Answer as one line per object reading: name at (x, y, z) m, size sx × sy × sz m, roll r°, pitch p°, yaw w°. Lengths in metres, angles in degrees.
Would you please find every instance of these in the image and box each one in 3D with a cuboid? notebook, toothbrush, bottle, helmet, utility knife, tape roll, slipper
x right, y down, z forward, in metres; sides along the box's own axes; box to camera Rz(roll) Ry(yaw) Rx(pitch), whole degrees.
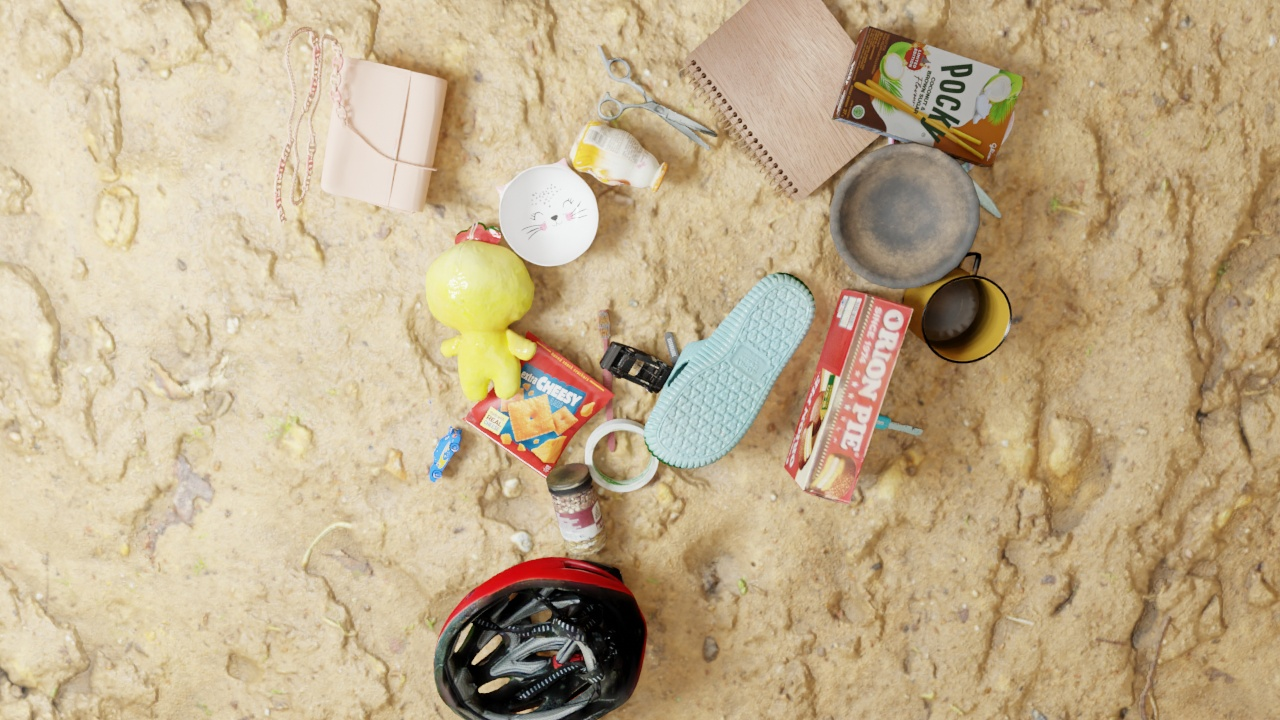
notebook at (0.171, -0.309, 1.049) m, size 0.169 × 0.022 × 0.210 m, roll -40°, pitch 100°, yaw 8°
toothbrush at (0.057, 0.044, 1.143) m, size 0.013 × 0.013 × 0.167 m, roll -16°, pitch 101°, yaw 4°
bottle at (-0.024, -0.230, 1.048) m, size 0.109 × 0.063 × 0.063 m, roll 24°, pitch 103°, yaw -5°
helmet at (-0.124, 0.351, 1.141) m, size 0.272 × 0.166 × 0.217 m, roll -24°, pitch 103°, yaw 6°
utility knife at (0.283, 0.071, 1.147) m, size 0.148 × 0.015 × 0.022 m, roll 12°, pitch 97°, yaw -5°
toothbrush at (-0.041, 0.028, 1.139) m, size 0.015 × 0.015 × 0.184 m, roll -3°, pitch 106°, yaw -1°
bottle at (-0.079, 0.187, 1.149) m, size 0.056 × 0.056 × 0.105 m, roll -12°, pitch 112°, yaw 3°
tape roll at (-0.024, 0.120, 1.155) m, size 0.094 × 0.018 × 0.094 m, roll -1°, pitch 109°, yaw -3°
slipper at (0.108, 0.013, 1.109) m, size 0.116 × 0.069 × 0.276 m, roll 38°, pitch 86°, yaw -9°

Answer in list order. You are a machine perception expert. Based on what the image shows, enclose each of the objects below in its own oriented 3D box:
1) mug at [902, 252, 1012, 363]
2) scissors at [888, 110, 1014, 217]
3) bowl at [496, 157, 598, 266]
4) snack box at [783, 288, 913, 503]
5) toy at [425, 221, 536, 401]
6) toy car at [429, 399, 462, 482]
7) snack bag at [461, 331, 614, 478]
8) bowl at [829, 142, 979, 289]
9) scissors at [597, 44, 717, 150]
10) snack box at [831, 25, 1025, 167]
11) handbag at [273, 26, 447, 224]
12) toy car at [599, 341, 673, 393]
mug at (0.367, -0.069, 1.068) m, size 0.100 × 0.094 × 0.124 m, roll 11°, pitch 105°, yaw -4°
scissors at (0.375, -0.237, 1.068) m, size 0.170 × 0.013 × 0.175 m, roll 41°, pitch 101°, yaw -9°
bowl at (-0.104, -0.171, 1.070) m, size 0.115 × 0.050 × 0.115 m, roll 0°, pitch 104°, yaw 0°
snack box at (0.239, 0.038, 1.075) m, size 0.060 × 0.113 × 0.236 m, roll 16°, pitch 96°, yaw -4°
toy at (-0.188, -0.054, 1.080) m, size 0.134 × 0.092 × 0.208 m, roll -4°, pitch 107°, yaw 15°
toy car at (-0.259, 0.100, 1.146) m, size 0.062 × 0.033 × 0.092 m, roll 31°, pitch 102°, yaw -14°
snack bag at (-0.127, 0.056, 1.133) m, size 0.131 × 0.039 × 0.144 m, roll 37°, pitch 106°, yaw -9°
bowl at (0.298, -0.165, 1.046) m, size 0.162 × 0.070 × 0.162 m, roll 3°, pitch 104°, yaw 12°
scissors at (0.017, -0.302, 1.055) m, size 0.159 × 0.014 × 0.120 m, roll 0°, pitch 88°, yaw -12°
snack box at (0.321, -0.293, 1.026) m, size 0.186 × 0.031 × 0.101 m, roll 16°, pitch 101°, yaw -5°
handbag at (-0.294, -0.234, 0.986) m, size 0.116 × 0.187 × 0.199 m, roll 14°, pitch 99°, yaw 4°
toy car at (-0.007, 0.007, 1.115) m, size 0.092 × 0.037 × 0.040 m, roll 24°, pitch 103°, yaw -31°
